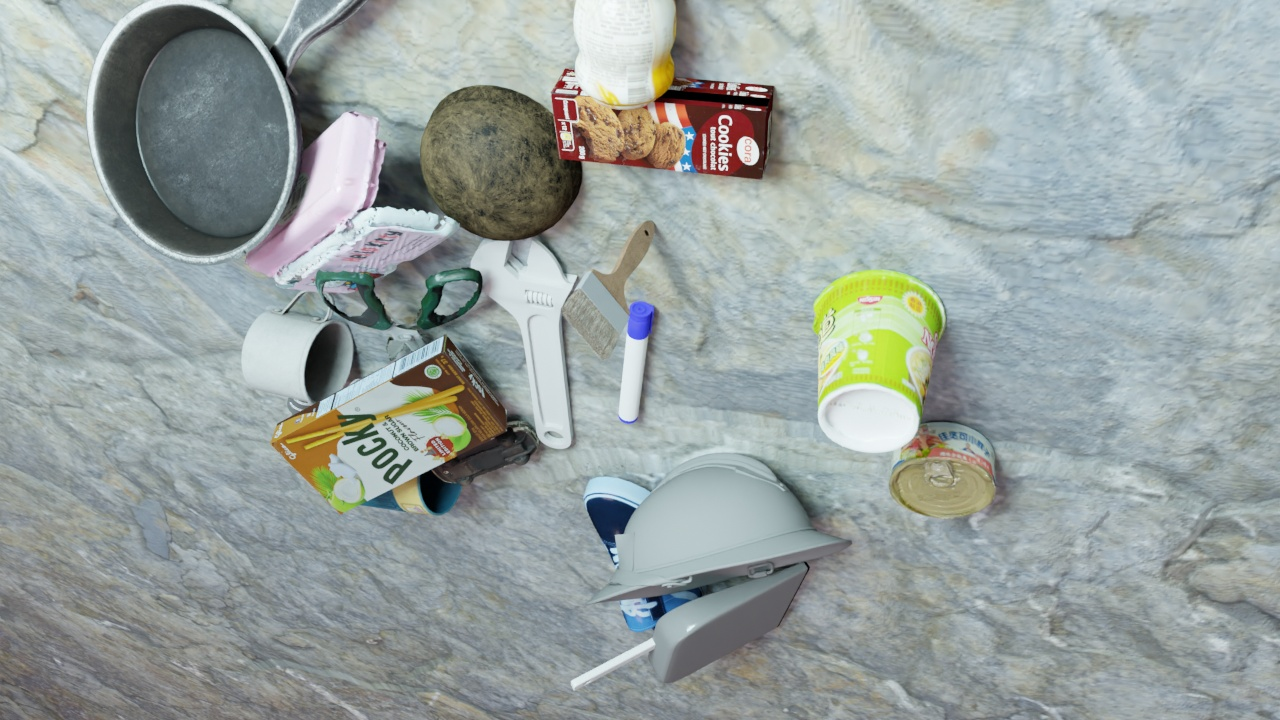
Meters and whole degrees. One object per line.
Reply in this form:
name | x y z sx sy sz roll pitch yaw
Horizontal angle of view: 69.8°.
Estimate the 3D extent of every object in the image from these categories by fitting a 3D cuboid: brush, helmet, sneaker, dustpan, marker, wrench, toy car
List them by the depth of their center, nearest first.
brush | -0.013 -0.059 0.643 0.008 0.142 0.045 -24 115 37
marker | -0.005 0.005 0.803 0.020 0.020 0.142 14 138 6
wrench | -0.097 -0.008 0.827 0.087 0.018 0.274 11 139 9
helmet | 0.058 0.152 0.870 0.272 0.117 0.183 -22 160 31
toy car | -0.158 0.090 0.926 0.113 0.040 0.048 -20 135 6
dustpan | 0.049 0.295 0.969 0.257 0.033 0.163 -22 148 -21
sneaker | 0.006 0.226 0.976 0.084 0.098 0.241 -8 132 27

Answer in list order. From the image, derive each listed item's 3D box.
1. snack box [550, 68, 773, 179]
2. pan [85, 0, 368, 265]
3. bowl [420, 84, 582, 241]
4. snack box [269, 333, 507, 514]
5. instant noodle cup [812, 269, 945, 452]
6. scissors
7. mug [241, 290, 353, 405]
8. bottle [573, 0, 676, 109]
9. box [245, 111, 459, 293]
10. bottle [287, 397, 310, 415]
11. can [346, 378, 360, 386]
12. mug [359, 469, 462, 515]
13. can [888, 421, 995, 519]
snack box | 0.015 -0.158 0.611 0.141 0.031 0.051 9 138 12
pan | -0.255 -0.202 0.629 0.358 0.055 0.187 -30 91 22
bowl | -0.108 -0.131 0.667 0.121 0.056 0.121 11 138 10
snack box | -0.229 0.062 0.845 0.186 0.031 0.101 -27 122 10
instant noodle cup | 0.171 0.005 0.671 0.099 0.107 0.099 10 137 9
scissors | -0.185 -0.037 0.797 0.147 0.015 0.210 -9 160 0
mug | -0.320 -0.017 0.860 0.070 0.084 0.113 12 109 12
bottle | -0.009 -0.207 0.544 0.063 0.063 0.109 12 138 8
box | -0.222 -0.108 0.711 0.102 0.086 0.202 18 158 -36
bottle | -0.351 0.038 0.960 0.030 0.030 0.113 29 138 -11
can | -0.242 0.055 0.911 0.105 0.064 0.064 7 137 13
mug | -0.259 0.116 0.956 0.107 0.083 0.113 4 176 22
can | 0.257 0.095 0.783 0.086 0.043 0.086 10 138 9
